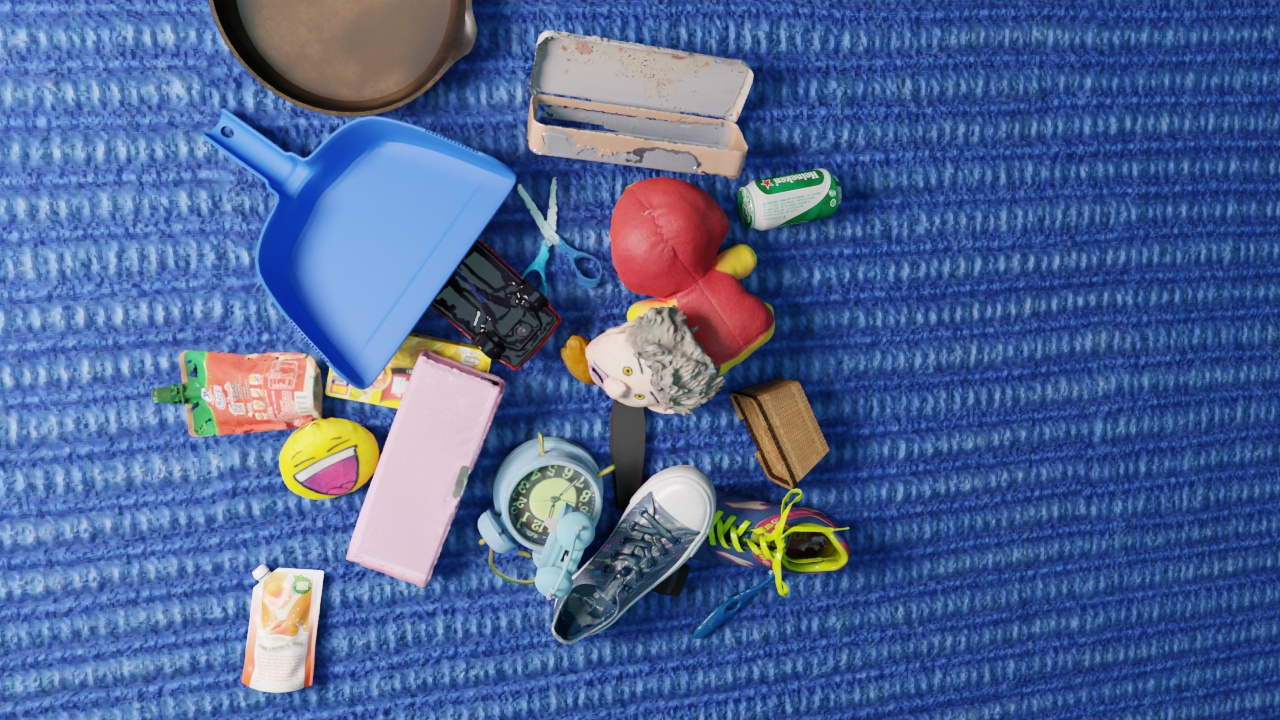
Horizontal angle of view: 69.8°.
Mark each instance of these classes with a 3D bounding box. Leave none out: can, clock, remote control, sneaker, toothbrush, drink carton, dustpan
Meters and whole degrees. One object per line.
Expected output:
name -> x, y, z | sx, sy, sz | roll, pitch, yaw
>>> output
can -> 0.156, -0.168, 0.958 | 0.101, 0.053, 0.053 | -12, 102, -10
clock -> -0.101, 0.157, 0.955 | 0.118, 0.060, 0.162 | 23, 98, -16
remote control -> -0.013, 0.101, 0.988 | 0.039, 0.010, 0.125 | -2, 100, -12
sneaker -> 0.112, 0.180, 0.987 | 0.241, 0.091, 0.116 | 11, 100, -13
toothbrush -> 0.112, 0.273, 1.043 | 0.132, 0.016, 0.021 | -37, 104, -1
clock -> -0.074, 0.179, 0.870 | 0.042, 0.123, 0.087 | 22, 98, -6
sneaker -> -0.008, 0.209, 0.939 | 0.087, 0.079, 0.236 | 40, 107, 1
drink carton -> -0.364, 0.270, 0.933 | 0.069, 0.039, 0.122 | 7, 92, -14
dustpan -> -0.290, -0.146, 0.848 | 0.257, 0.059, 0.245 | 35, 88, 10

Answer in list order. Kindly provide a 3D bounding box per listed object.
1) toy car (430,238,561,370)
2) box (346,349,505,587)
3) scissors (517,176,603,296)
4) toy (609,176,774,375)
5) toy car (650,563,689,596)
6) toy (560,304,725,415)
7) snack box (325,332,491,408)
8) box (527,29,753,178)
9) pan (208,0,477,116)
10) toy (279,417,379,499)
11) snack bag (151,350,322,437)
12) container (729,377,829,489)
toy car -> -0.169, -0.075, 0.898 | 0.189, 0.056, 0.081 | 41, 90, -8
box -> -0.216, 0.108, 0.919 | 0.098, 0.046, 0.233 | 20, 104, -5
scissors -> -0.080, -0.125, 0.937 | 0.103, 0.015, 0.133 | 2, 95, -9
toy -> 0.050, -0.087, 0.930 | 0.147, 0.099, 0.216 | -38, 110, -12
toy car -> 0.009, 0.230, 1.002 | 0.091, 0.036, 0.042 | 19, 95, -15
toy -> -0.005, 0.005, 0.907 | 0.076, 0.176, 0.133 | -56, 135, -43
snack box -> -0.230, 0.011, 0.919 | 0.152, 0.025, 0.075 | 12, 97, -14
box -> 0.000, -0.236, 0.893 | 0.216, 0.095, 0.107 | 5, 63, -13
pan -> -0.250, -0.400, 0.836 | 0.248, 0.043, 0.356 | 19, 95, -14
toy -> -0.306, 0.097, 0.902 | 0.095, 0.041, 0.094 | -25, 128, -7
snack bag -> -0.389, 0.032, 0.884 | 0.155, 0.044, 0.087 | -2, 106, -7
container -> 0.154, 0.073, 0.996 | 0.061, 0.063, 0.114 | -29, 104, -14
